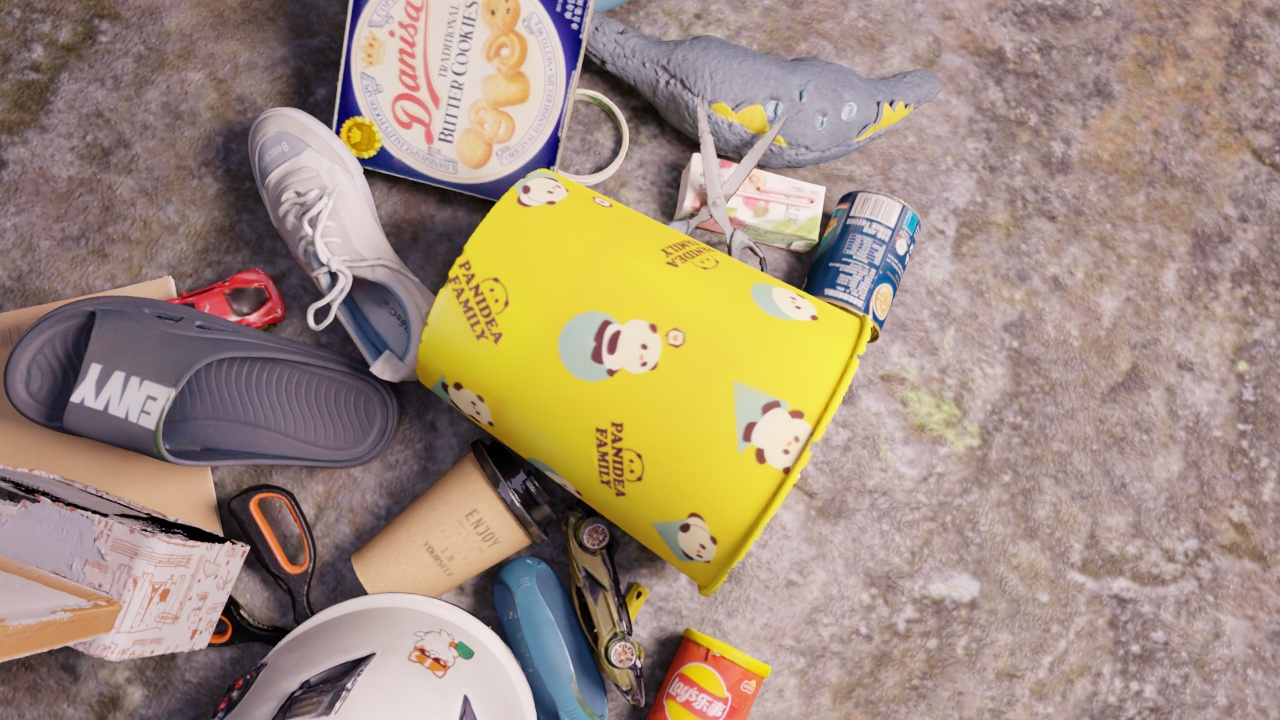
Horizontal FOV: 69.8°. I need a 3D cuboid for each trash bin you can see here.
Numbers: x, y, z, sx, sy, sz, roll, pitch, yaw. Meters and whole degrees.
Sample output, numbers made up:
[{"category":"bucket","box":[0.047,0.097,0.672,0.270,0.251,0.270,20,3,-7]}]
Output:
[{"category":"trash bin","box":[-0.004,0.004,0.663,0.255,0.230,0.229,31,76,4]}]

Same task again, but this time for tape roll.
[{"category":"tape roll","box":[-0.054,-0.194,0.795,0.085,0.014,0.085,2,79,-8]}]

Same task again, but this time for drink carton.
[{"category":"drink carton","box":[0.095,-0.135,0.789,0.122,0.045,0.053,13,76,-6]}]

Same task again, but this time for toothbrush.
[{"category":"toothbrush","box":[-0.046,0.257,0.704,0.015,0.017,0.190,32,76,0]}]

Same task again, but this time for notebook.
[{"category":"notebook","box":[-0.413,0.051,0.694,0.149,0.012,0.211,-14,81,-10]}]

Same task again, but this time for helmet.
[{"category":"helmet","box":[-0.187,0.300,0.581,0.230,0.157,0.274,28,93,-4]}]

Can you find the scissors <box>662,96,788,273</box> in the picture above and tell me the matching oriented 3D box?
[{"category":"scissors","box":[0.065,-0.124,0.753,0.181,0.014,0.159,-39,113,20]}]

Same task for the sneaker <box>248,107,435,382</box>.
[{"category":"sneaker","box":[-0.234,-0.084,0.694,0.090,0.090,0.242,-35,89,18]}]

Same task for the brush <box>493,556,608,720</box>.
[{"category":"brush","box":[-0.067,0.211,0.674,0.055,0.074,0.143,-23,72,-9]}]

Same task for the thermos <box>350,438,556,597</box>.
[{"category":"thermos","box":[-0.138,0.126,0.684,0.143,0.093,0.093,-35,86,-7]}]

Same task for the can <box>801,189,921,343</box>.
[{"category":"can","box":[0.185,-0.080,0.776,0.075,0.075,0.111,26,76,-3]}]

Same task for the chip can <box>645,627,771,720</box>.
[{"category":"chip can","box":[0.019,0.310,0.676,0.073,0.073,0.216,29,77,-2]}]

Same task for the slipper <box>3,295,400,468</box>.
[{"category":"slipper","box":[-0.307,0.022,0.656,0.268,0.083,0.110,12,93,-17]}]

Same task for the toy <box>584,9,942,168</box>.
[{"category":"toy","box":[0.102,-0.229,0.786,0.356,0.092,0.137,8,60,-12]}]

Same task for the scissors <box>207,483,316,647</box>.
[{"category":"scissors","box":[-0.265,0.202,0.679,0.204,0.022,0.224,-9,89,-7]}]

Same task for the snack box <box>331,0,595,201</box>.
[{"category":"snack box","box":[-0.142,-0.226,0.729,0.182,0.045,0.178,13,109,-6]}]

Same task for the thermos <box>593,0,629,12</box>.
[{"category":"thermos","box":[-0.069,-0.322,0.793,0.220,0.070,0.070,-29,84,-14]}]

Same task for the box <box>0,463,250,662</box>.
[{"category":"box","box":[-0.374,0.116,0.536,0.177,0.261,0.082,17,80,7]}]

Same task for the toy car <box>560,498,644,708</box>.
[{"category":"toy car","box":[-0.027,0.180,0.685,0.042,0.070,0.158,-17,69,-2]}]

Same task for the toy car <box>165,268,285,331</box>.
[{"category":"toy car","box":[-0.330,-0.033,0.705,0.106,0.031,0.049,-25,86,-22]}]
